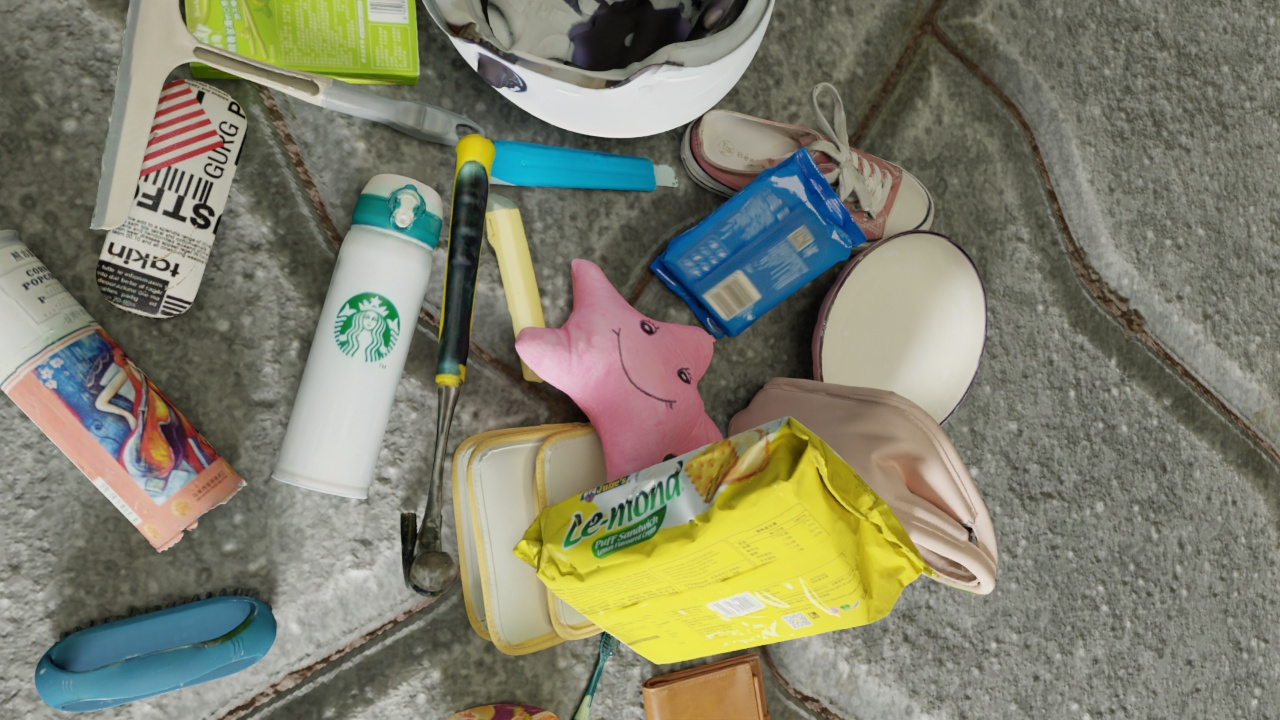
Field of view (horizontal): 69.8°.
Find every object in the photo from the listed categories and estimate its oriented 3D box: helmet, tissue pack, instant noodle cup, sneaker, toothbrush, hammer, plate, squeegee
[{"bbox_3d":[-0.027,-0.261,0.667,0.259,0.146,0.228,17,73,14],"label":"helmet"},{"bbox_3d":[0.093,-0.090,0.731,0.157,0.052,0.095,-36,104,26],"label":"tissue pack"},{"bbox_3d":[-0.105,0.319,0.658,0.111,0.112,0.099,-8,99,-20],"label":"instant noodle cup"},{"bbox_3d":[0.154,-0.153,0.768,0.241,0.088,0.118,17,83,-18],"label":"sneaker"},{"bbox_3d":[-0.050,0.295,0.721,0.016,0.018,0.191,24,81,-18],"label":"toothbrush"},{"bbox_3d":[-0.136,-0.001,0.654,0.032,0.126,0.323,8,79,-18],"label":"hammer"},{"bbox_3d":[0.220,-0.019,0.798,0.192,0.039,0.192,-7,106,-27],"label":"plate"},{"bbox_3d":[-0.223,-0.189,0.635,0.246,0.039,0.246,8,97,-38],"label":"squeegee"}]

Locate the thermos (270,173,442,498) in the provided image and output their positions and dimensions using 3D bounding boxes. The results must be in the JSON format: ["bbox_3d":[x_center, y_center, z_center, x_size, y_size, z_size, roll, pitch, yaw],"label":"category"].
[{"bbox_3d":[-0.194,-0.019,0.647,0.073,0.073,0.224,17,83,-19],"label":"thermos"}]

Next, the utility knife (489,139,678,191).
[{"bbox_3d":[-0.045,-0.152,0.733,0.165,0.018,0.034,1,101,-21],"label":"utility knife"}]

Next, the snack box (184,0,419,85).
[{"bbox_3d":[-0.241,-0.246,0.659,0.156,0.026,0.086,-5,91,-20],"label":"snack box"}]

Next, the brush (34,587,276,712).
[{"bbox_3d":[-0.313,0.192,0.599,0.143,0.073,0.055,-10,97,-20],"label":"brush"}]

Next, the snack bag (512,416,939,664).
[{"bbox_3d":[0.052,0.135,0.615,0.158,0.247,0.068,43,39,-29],"label":"snack bag"}]

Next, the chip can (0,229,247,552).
[{"bbox_3d":[-0.355,0.023,0.589,0.071,0.071,0.215,-41,103,-16],"label":"chip can"}]

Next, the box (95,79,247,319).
[{"bbox_3d":[-0.312,-0.109,0.613,0.074,0.064,0.164,12,85,-4],"label":"box"}]

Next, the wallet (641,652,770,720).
[{"bbox_3d":[0.066,0.315,0.753,0.119,0.035,0.130,-9,93,-20],"label":"wallet"}]

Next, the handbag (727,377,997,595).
[{"bbox_3d":[0.193,0.114,0.733,0.234,0.193,0.093,40,77,-25],"label":"handbag"}]

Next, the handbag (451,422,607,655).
[{"bbox_3d":[-0.047,0.129,0.707,0.178,0.063,0.163,-7,93,-24],"label":"handbag"}]

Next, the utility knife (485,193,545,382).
[{"bbox_3d":[-0.095,-0.056,0.714,0.031,0.018,0.151,-13,91,-16],"label":"utility knife"}]

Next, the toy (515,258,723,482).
[{"bbox_3d":[-0.004,0.004,0.711,0.178,0.075,0.194,-28,84,-44],"label":"toy"}]
